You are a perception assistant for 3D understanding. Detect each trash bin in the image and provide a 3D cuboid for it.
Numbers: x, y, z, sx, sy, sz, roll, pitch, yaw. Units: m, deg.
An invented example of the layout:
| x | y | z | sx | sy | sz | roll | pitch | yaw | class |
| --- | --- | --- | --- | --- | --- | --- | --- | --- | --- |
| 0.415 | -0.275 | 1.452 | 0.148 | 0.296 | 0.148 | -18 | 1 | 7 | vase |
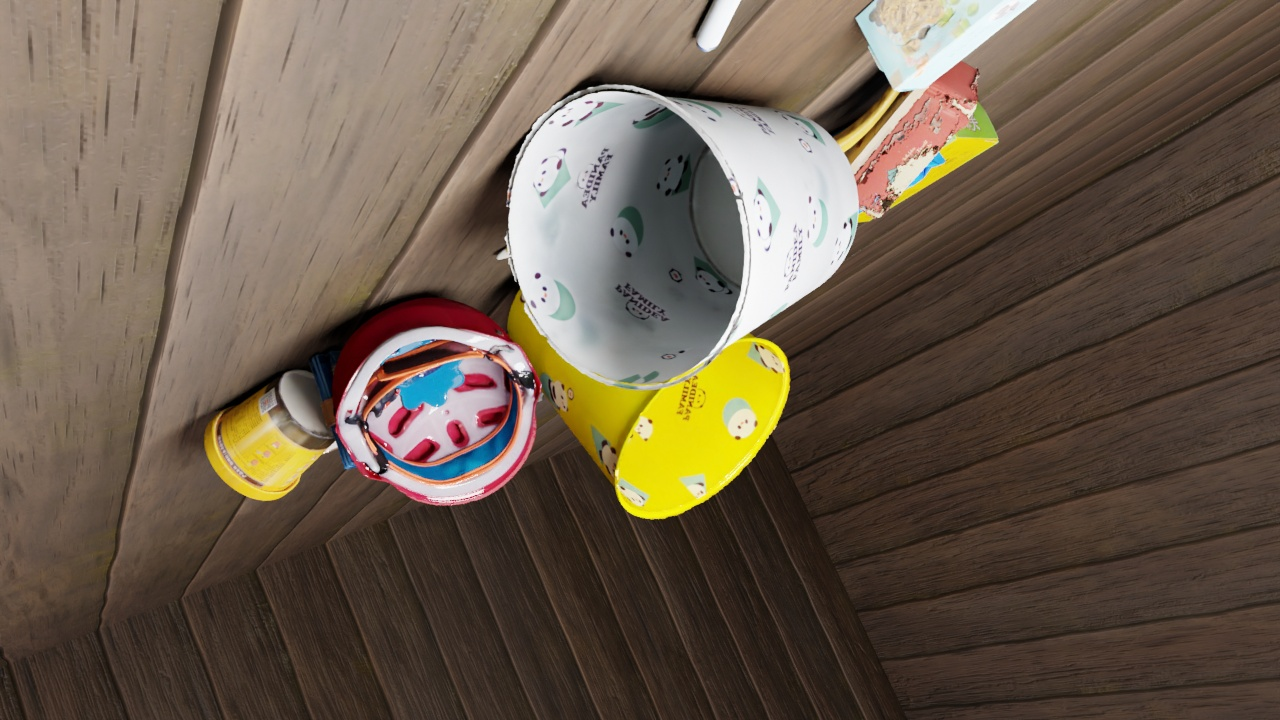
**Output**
| x | y | z | sx | sy | sz | roll | pitch | yaw | class |
| --- | --- | --- | --- | --- | --- | --- | --- | --- | --- |
| -0.006 | 0.006 | 1.015 | 0.229 | 0.255 | 0.230 | -27 | 140 | -26 | trash bin |
| 0.053 | -0.118 | 0.784 | 0.230 | 0.229 | 0.251 | -32 | 175 | 39 | trash bin |

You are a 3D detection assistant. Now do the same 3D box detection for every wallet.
| x | y | z | sx | sy | sz | roll | pitch | yaw | class |
| --- | --- | --- | --- | --- | --- | --- | --- | --- | --- |
| -0.313 | 0.053 | 1.042 | 0.040 | 0.133 | 0.106 | -24 | 173 | 25 | wallet |

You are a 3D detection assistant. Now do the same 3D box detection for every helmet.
| x | y | z | sx | sy | sz | roll | pitch | yaw | class |
| --- | --- | --- | --- | --- | --- | --- | --- | --- | --- |
| -0.223 | 0.032 | 0.991 | 0.206 | 0.144 | 0.240 | -28 | 135 | -10 | helmet |

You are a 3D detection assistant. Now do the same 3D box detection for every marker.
| x | y | z | sx | sy | sz | roll | pitch | yaw | class |
| --- | --- | --- | --- | --- | --- | --- | --- | --- | --- |
| 0.065 | -0.254 | 0.625 | 0.022 | 0.018 | 0.131 | -8 | 166 | -16 | marker |

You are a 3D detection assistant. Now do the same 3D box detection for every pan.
| x | y | z | sx | sy | sz | roll | pitch | yaw | class |
| --- | --- | --- | --- | --- | --- | --- | --- | --- | --- |
| 0.172 | -0.184 | 0.985 | 0.197 | 0.078 | 0.359 | -68 | -176 | -47 | pan |

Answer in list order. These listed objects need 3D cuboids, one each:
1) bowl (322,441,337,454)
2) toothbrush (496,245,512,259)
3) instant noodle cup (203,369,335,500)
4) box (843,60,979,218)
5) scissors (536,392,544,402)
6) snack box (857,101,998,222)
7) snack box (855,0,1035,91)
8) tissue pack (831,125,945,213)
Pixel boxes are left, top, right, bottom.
| x | y | z | sx | sy | sz | roll | pitch | yaw | class |
| --- | --- | --- | --- | --- | --- | --- | --- | --- | --- |
| -0.409 | 0.079 | 1.172 | 0.113 | 0.062 | 0.113 | -25 | 171 | -4 | bowl |
| -0.061 | -0.142 | 0.947 | 0.191 | 0.018 | 0.016 | -25 | 170 | 0 | toothbrush |
| -0.405 | 0.079 | 1.034 | 0.115 | 0.118 | 0.118 | -36 | 168 | 19 | instant noodle cup |
| 0.274 | -0.229 | 0.943 | 0.169 | 0.080 | 0.091 | -54 | -168 | 48 | box |
| -0.086 | -0.030 | 1.281 | 0.226 | 0.015 | 0.189 | -52 | 177 | -35 | scissors |
| 0.328 | -0.254 | 1.177 | 0.211 | 0.070 | 0.157 | -32 | 169 | 39 | snack box |
| 0.258 | -0.295 | 0.725 | 0.051 | 0.074 | 0.175 | -17 | 168 | -38 | snack box |
| 0.261 | -0.229 | 1.064 | 0.157 | 0.095 | 0.052 | -26 | 167 | 9 | tissue pack |
